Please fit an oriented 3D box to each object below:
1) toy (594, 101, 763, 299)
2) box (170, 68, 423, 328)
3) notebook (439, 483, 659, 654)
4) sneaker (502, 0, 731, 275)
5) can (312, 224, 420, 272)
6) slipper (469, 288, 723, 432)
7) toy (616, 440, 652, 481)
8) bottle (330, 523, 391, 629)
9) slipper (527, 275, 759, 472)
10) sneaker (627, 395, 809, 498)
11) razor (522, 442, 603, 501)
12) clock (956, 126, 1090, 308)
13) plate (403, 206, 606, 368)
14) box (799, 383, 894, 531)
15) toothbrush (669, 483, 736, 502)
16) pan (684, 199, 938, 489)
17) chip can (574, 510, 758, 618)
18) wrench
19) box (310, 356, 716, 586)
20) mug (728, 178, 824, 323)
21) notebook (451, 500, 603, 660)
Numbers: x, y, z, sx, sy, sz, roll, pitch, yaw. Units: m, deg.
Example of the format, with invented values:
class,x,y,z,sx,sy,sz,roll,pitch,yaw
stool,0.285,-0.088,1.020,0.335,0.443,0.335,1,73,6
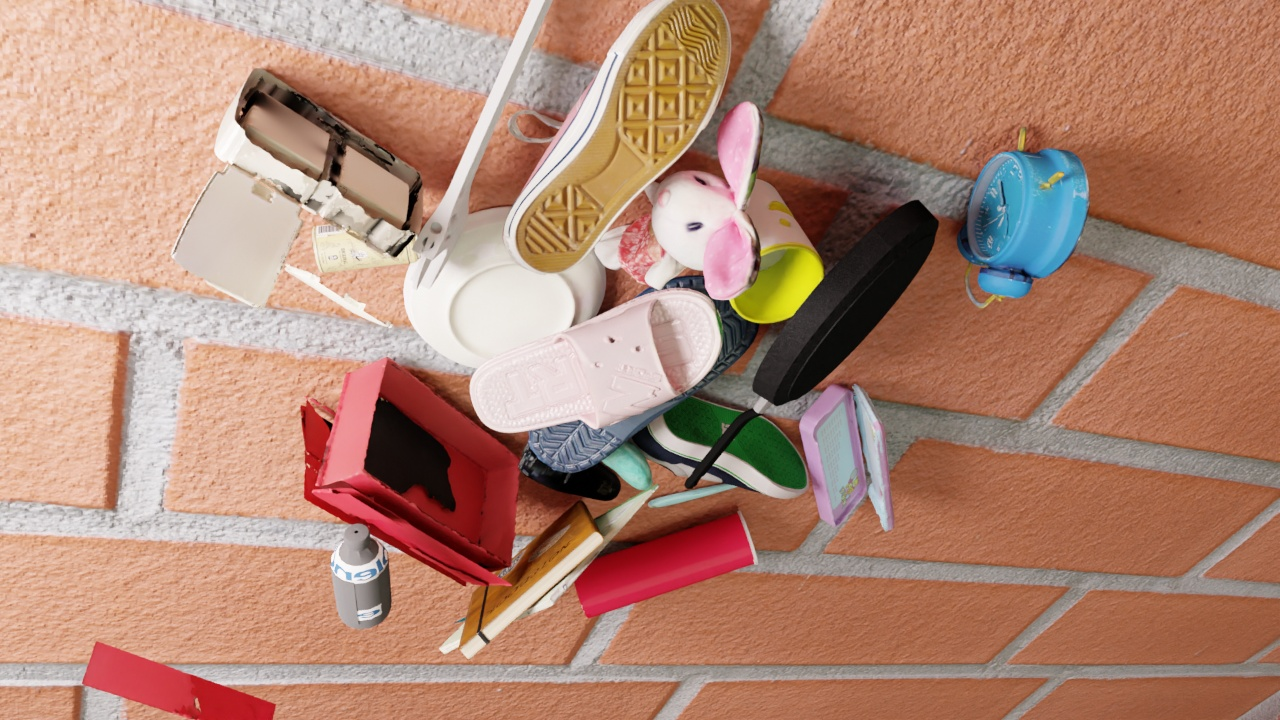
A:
class,x,y,z,sx,sy,sz,roll,pitch,yaw
toy,0.036,-0.111,0.747,0.084,0.159,0.195,15,166,-32
box,-0.230,-0.098,0.627,0.143,0.191,0.069,32,118,-30
notebook,-0.098,0.219,0.958,0.010,0.181,0.253,50,137,-3
sneaker,-0.025,-0.173,0.700,0.118,0.088,0.241,36,93,-27
can,-0.221,-0.094,0.743,0.079,0.038,0.038,-8,134,-11
slipper,-0.041,0.012,0.799,0.240,0.064,0.094,-18,105,13
toy,-0.027,0.097,0.950,0.105,0.085,0.033,39,72,-7
bottle,-0.234,0.179,0.768,0.047,0.047,0.113,-3,131,-15
slipper,-0.005,0.005,0.873,0.253,0.095,0.105,-39,97,13
sneaker,0.086,0.103,1.009,0.235,0.084,0.079,24,138,-32
razor,-0.073,0.117,0.992,0.151,0.067,0.054,35,84,-53
clock,0.344,-0.121,0.845,0.060,0.116,0.162,7,126,-10
plate,-0.117,-0.052,0.820,0.182,0.034,0.183,-9,135,-9
box,0.248,0.116,1.068,0.096,0.077,0.214,3,140,22
toothbrush,0.097,0.155,1.101,0.180,0.016,0.016,-11,135,-6
pan,0.153,0.003,0.862,0.357,0.034,0.224,-54,162,22
chip can,0.030,0.252,1.135,0.220,0.069,0.069,-18,135,0
wrench,-0.114,-0.171,0.685,0.018,0.086,0.274,27,110,-6
box,-0.111,0.094,0.805,0.326,0.152,0.213,-9,142,35
mug,0.102,-0.096,0.796,0.082,0.106,0.083,-9,135,-10
notebook,-0.118,0.218,0.941,0.178,0.249,0.014,-41,93,-6
